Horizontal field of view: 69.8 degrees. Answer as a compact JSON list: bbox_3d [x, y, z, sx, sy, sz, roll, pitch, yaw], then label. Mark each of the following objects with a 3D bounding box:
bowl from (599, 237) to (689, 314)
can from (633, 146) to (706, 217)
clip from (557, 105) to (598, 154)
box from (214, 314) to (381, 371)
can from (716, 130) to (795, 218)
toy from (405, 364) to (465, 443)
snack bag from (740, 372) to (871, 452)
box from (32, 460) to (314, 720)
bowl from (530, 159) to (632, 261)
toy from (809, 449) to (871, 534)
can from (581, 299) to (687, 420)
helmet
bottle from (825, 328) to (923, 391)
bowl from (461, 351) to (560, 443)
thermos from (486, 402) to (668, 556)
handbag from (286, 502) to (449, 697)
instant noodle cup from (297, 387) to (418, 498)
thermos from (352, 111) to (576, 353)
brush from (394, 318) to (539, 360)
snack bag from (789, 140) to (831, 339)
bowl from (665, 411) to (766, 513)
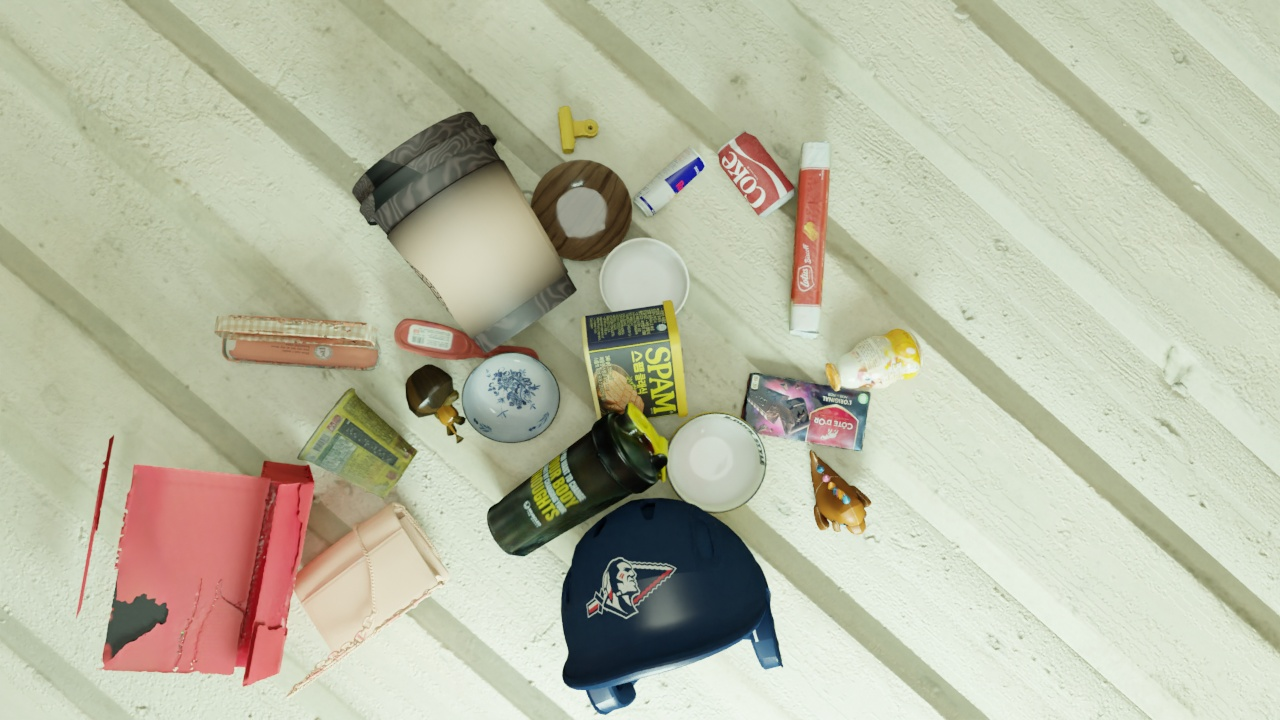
[{"bbox_3d":[0.004,-0.090,1.086,0.105,0.054,0.105,0,88,-1],"label":"bowl"},{"bbox_3d":[0.034,-0.213,1.097,0.095,0.032,0.032,-43,91,-2],"label":"can"},{"bbox_3d":[-0.077,-0.277,1.102,0.048,0.045,0.054,-7,89,-46],"label":"clip"},{"bbox_3d":[-0.401,-0.021,1.072,0.187,0.054,0.079,3,122,-1],"label":"box"},{"bbox_3d":[0.137,-0.222,1.091,0.054,0.054,0.096,-38,91,-2],"label":"can"},{"bbox_3d":[-0.234,0.053,1.075,0.100,0.062,0.076,52,125,13],"label":"toy"},{"bbox_3d":[0.200,0.062,1.112,0.155,0.018,0.074,9,89,-4],"label":"snack bag"},{"bbox_3d":[-0.414,0.222,0.896,0.107,0.409,0.211,11,90,1],"label":"box"},{"bbox_3d":[-0.070,-0.176,1.094,0.119,0.032,0.119,0,90,-2],"label":"bowl"},{"bbox_3d":[0.229,0.153,1.075,0.070,0.090,0.103,-28,95,-2],"label":"toy"},{"bbox_3d":[-0.006,0.006,1.048,0.104,0.075,0.135,-8,132,0],"label":"can"},{"bbox_3d":[0.020,0.263,0.979,0.232,0.271,0.223,-20,98,12],"label":"helmet"},{"bbox_3d":[0.277,0.004,1.091,0.109,0.063,0.063,-17,90,-4],"label":"bottle"},{"bbox_3d":[-0.153,0.036,1.076,0.114,0.045,0.114,-4,112,-10],"label":"bowl"},{"bbox_3d":[-0.069,0.142,1.042,0.221,0.098,0.098,-36,91,17],"label":"thermos"},{"bbox_3d":[-0.310,0.243,1.006,0.199,0.187,0.116,-36,87,5],"label":"handbag"},{"bbox_3d":[-0.321,0.100,1.059,0.108,0.102,0.102,37,88,-10],"label":"instant noodle cup"},{"bbox_3d":[-0.188,-0.136,1.028,0.172,0.172,0.226,-35,98,-2],"label":"thermos"},{"bbox_3d":[-0.206,-0.015,1.091,0.172,0.030,0.041,13,87,-15],"label":"brush"},{"bbox_3d":[0.200,-0.139,1.082,0.041,0.077,0.225,5,90,9],"label":"snack bag"},{"bbox_3d":[0.085,0.117,1.082,0.117,0.067,0.117,0,90,-2],"label":"bowl"}]
